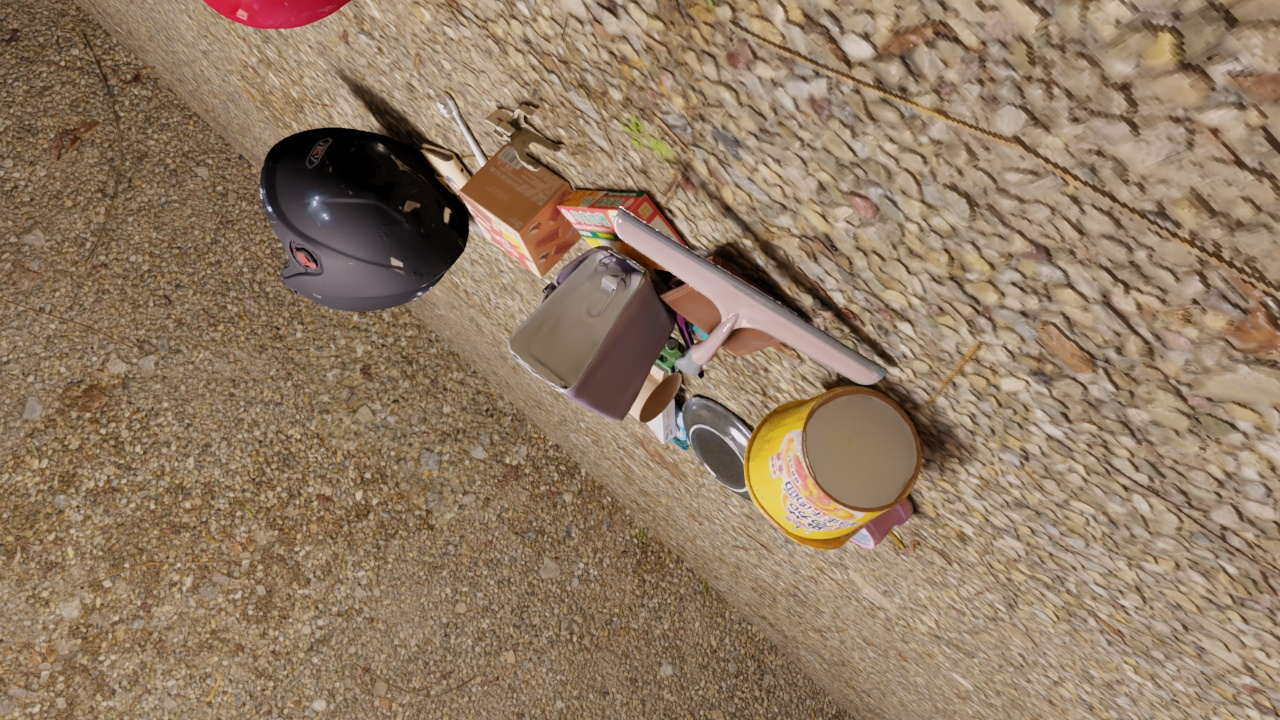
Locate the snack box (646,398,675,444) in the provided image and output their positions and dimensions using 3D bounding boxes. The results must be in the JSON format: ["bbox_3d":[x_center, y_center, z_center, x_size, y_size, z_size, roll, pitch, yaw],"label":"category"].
[{"bbox_3d":[0.017,0.059,1.337,0.084,0.027,0.157,52,168,20],"label":"snack box"}]

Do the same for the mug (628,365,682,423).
[{"bbox_3d":[-0.007,0.007,1.207,0.103,0.084,0.125,39,143,22],"label":"mug"}]

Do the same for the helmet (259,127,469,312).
[{"bbox_3d":[-0.372,-0.198,1.258,0.231,0.232,0.275,-4,142,35],"label":"helmet"}]

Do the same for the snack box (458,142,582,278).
[{"bbox_3d":[-0.124,-0.159,0.982,0.093,0.077,0.094,36,167,23],"label":"snack box"}]

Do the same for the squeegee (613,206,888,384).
[{"bbox_3d":[0.061,-0.014,0.830,0.247,0.040,0.250,31,165,-1],"label":"squeegee"}]

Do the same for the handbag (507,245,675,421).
[{"bbox_3d":[-0.039,-0.026,0.947,0.098,0.145,0.197,40,179,17],"label":"handbag"}]

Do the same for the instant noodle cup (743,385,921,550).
[{"bbox_3d":[0.174,0.088,0.811,0.138,0.137,0.110,42,160,2],"label":"instant noodle cup"}]

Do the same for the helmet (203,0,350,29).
[{"bbox_3d":[-0.341,-0.381,0.765,0.207,0.143,0.240,37,165,31],"label":"helmet"}]

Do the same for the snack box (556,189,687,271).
[{"bbox_3d":[-0.018,-0.127,0.886,0.077,0.027,0.156,48,166,-28],"label":"snack box"}]

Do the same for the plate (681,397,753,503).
[{"bbox_3d":[0.114,0.128,1.241,0.179,0.024,0.180,41,153,26],"label":"plate"}]

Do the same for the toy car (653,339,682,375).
[{"bbox_3d":[0.016,-0.020,1.124,0.091,0.036,0.043,42,169,20],"label":"toy car"}]

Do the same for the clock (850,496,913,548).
[{"bbox_3d":[0.219,0.145,1.002,0.117,0.059,0.159,48,168,-23],"label":"clock"}]

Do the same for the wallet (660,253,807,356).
[{"bbox_3d":[0.081,-0.047,0.820,0.101,0.032,0.125,36,164,-11],"label":"wallet"}]

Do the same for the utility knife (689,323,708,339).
[{"bbox_3d":[0.072,-0.051,0.902,0.029,0.013,0.217,40,166,5],"label":"utility knife"}]

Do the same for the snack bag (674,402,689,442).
[{"bbox_3d":[0.105,0.126,1.338,0.191,0.038,0.110,37,170,35],"label":"snack bag"}]

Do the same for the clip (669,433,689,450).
[{"bbox_3d":[0.059,0.131,1.539,0.056,0.014,0.043,35,165,32],"label":"clip"}]

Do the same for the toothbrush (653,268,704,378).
[{"bbox_3d":[0.042,-0.042,0.977,0.018,0.014,0.189,45,165,41],"label":"toothbrush"}]

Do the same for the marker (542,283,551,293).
[{"bbox_3d":[-0.092,-0.060,1.343,0.132,0.020,0.022,46,-178,-15],"label":"marker"}]

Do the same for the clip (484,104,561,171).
[{"bbox_3d":[-0.122,-0.225,0.868,0.103,0.035,0.093,44,174,27],"label":"clip"}]

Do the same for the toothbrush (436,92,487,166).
[{"bbox_3d":[-0.191,-0.239,1.058,0.016,0.016,0.180,38,167,30],"label":"toothbrush"}]

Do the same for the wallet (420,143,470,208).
[{"bbox_3d":[-0.240,-0.233,1.210,0.087,0.024,0.115,33,166,42],"label":"wallet"}]
